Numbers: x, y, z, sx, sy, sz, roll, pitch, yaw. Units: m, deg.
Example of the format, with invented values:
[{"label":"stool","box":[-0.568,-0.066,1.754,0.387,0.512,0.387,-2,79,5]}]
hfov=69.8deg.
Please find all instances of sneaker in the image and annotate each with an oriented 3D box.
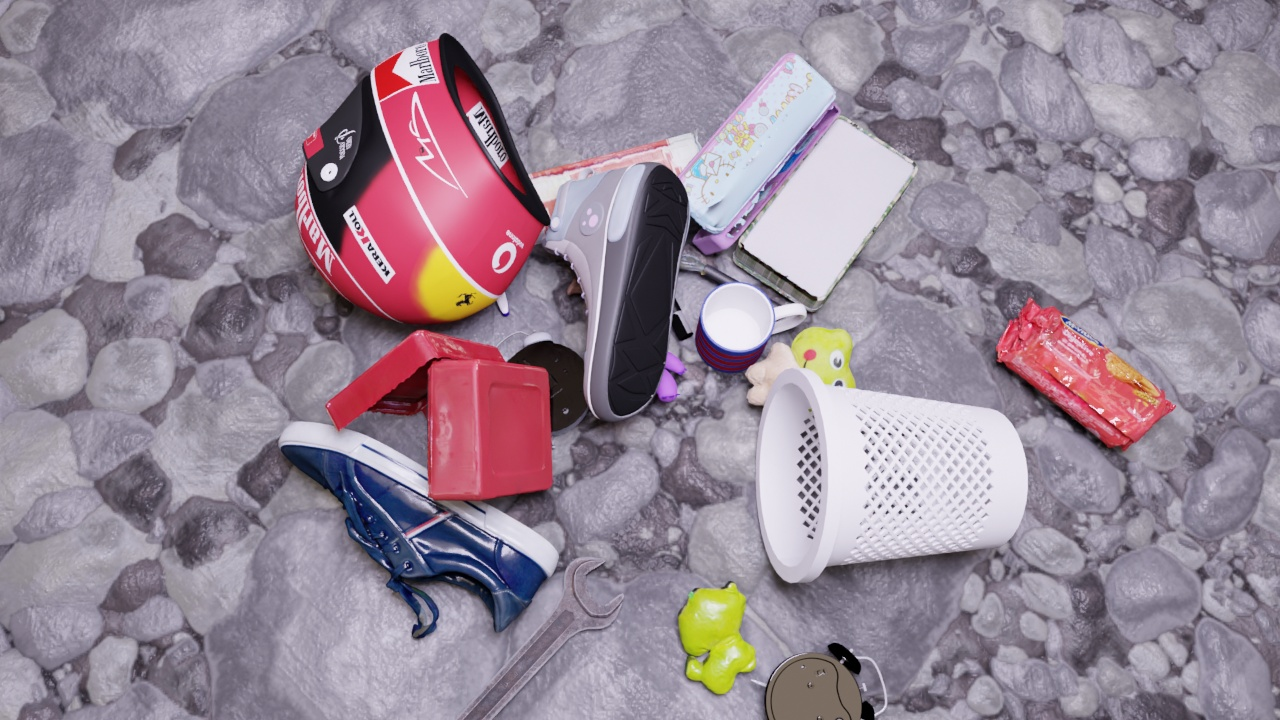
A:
[{"label":"sneaker","box":[-0.233,0.167,0.872,0.294,0.121,0.127,30,63,5]},{"label":"sneaker","box":[-0.046,-0.071,0.914,0.161,0.093,0.256,6,82,41]}]

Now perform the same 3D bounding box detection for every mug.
[{"label":"mug","box":[0.114,-0.036,0.947,0.112,0.076,0.075,-10,74,-4]}]

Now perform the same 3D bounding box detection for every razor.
[{"label":"razor","box":[0.092,-0.084,0.986,0.144,0.022,0.042,25,55,3]}]

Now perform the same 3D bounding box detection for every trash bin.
[{"label":"trash bin","box":[0.233,0.108,0.861,0.199,0.196,0.195,2,73,-10]}]

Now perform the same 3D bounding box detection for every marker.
[{"label":"marker","box":[0.020,-0.086,0.992,0.016,0.016,0.140,-24,75,-7]}]

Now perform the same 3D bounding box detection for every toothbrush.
[{"label":"toothbrush","box":[-0.172,-0.134,1.004,0.015,0.016,0.186,-17,74,-6]}]

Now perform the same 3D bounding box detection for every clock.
[{"label":"clock","box":[0.172,0.318,0.862,0.120,0.043,0.091,-14,74,-5]},{"label":"clock","box":[-0.104,0.023,0.949,0.094,0.035,0.122,-38,77,-11]}]

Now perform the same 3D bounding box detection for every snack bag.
[{"label":"snack bag","box":[0.447,0.017,0.936,0.176,0.082,0.082,41,77,11]},{"label":"snack bag","box":[-0.035,-0.188,1.010,0.225,0.041,0.077,-15,75,-7]}]

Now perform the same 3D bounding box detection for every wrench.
[{"label":"wrench","box":[-0.120,0.300,0.875,0.070,0.010,0.273,41,75,13]}]

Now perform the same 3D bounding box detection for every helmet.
[{"label":"helmet","box":[-0.228,-0.162,0.913,0.225,0.197,0.270,-29,67,9]}]

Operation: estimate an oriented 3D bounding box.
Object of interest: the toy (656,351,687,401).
[{"label":"toy","box":[-0.006,0.005,0.945,0.106,0.056,0.088,-2,70,-14]}]

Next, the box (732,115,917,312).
[{"label":"box","box":[0.201,-0.159,0.999,0.117,0.050,0.205,35,77,6]}]

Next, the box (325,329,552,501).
[{"label":"box","box":[-0.157,0.062,0.846,0.152,0.157,0.165,-42,73,13]}]

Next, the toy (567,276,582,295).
[{"label":"toy","box":[-0.021,-0.073,0.971,0.102,0.055,0.041,27,38,1]}]

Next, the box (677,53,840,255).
[{"label":"box","box":[0.114,-0.222,0.978,0.093,0.089,0.214,42,78,-14]}]

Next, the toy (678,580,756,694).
[{"label":"toy","box":[0.073,0.264,0.882,0.094,0.036,0.093,-43,84,-5]}]

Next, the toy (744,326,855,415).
[{"label":"toy","box":[0.163,0.015,0.937,0.117,0.043,0.092,-10,104,-12]}]
